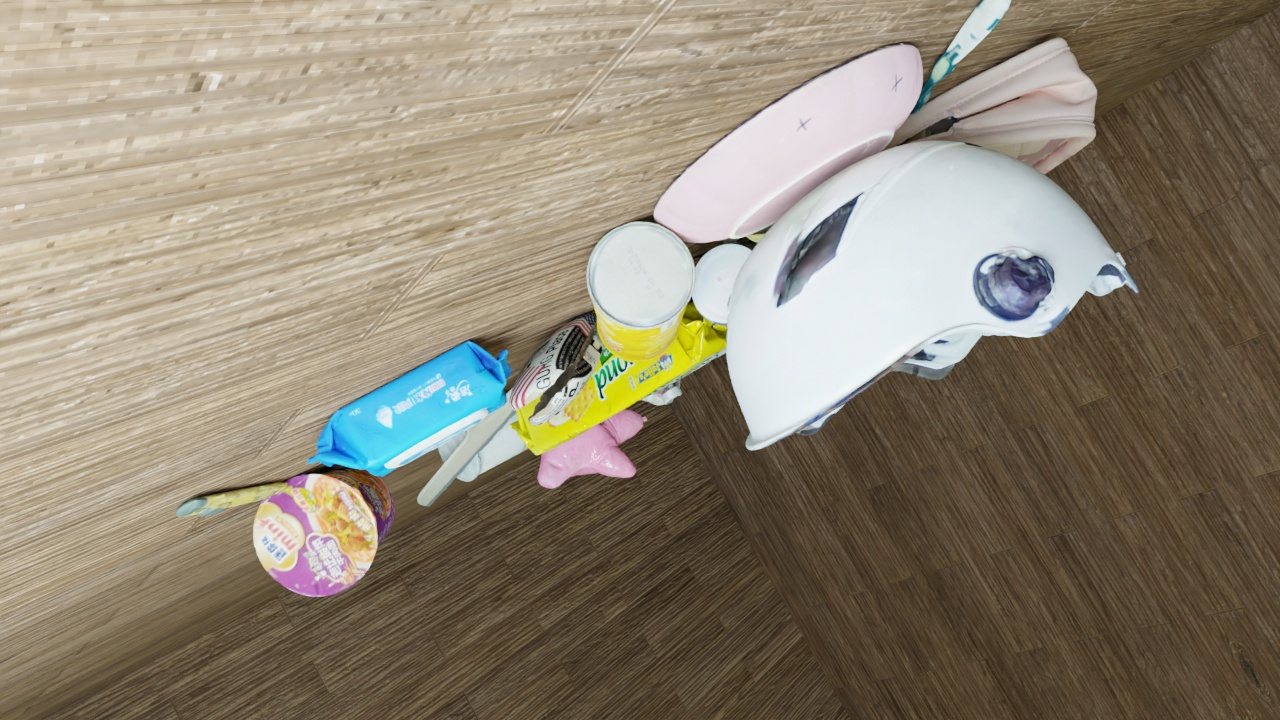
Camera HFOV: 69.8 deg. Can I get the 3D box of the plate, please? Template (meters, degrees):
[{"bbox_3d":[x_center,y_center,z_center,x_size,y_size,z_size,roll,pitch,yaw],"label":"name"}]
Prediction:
[{"bbox_3d":[0.100,-0.127,0.589,0.192,0.039,0.192,-30,176,-3],"label":"plate"}]

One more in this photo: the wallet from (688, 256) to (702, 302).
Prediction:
[{"bbox_3d":[0.065,-0.073,0.943,0.118,0.035,0.131,-6,163,-31],"label":"wallet"}]

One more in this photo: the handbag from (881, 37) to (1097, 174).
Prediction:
[{"bbox_3d":[0.269,-0.190,0.837,0.234,0.093,0.193,-18,176,-1],"label":"handbag"}]

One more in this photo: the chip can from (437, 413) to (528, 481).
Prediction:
[{"bbox_3d":[-0.133,0.066,1.077,0.214,0.071,0.071,-27,175,-44],"label":"chip can"}]

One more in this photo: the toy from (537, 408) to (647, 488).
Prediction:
[{"bbox_3d":[-0.077,0.087,1.195,0.178,0.194,0.075,-9,129,-24],"label":"toy"}]

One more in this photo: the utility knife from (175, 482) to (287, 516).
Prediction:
[{"bbox_3d":[-0.316,0.107,0.715,0.031,0.018,0.151,-24,-179,3],"label":"utility knife"}]

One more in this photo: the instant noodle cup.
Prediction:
[{"bbox_3d":[-0.283,0.150,0.851,0.111,0.111,0.099,-30,-177,5],"label":"instant noodle cup"}]

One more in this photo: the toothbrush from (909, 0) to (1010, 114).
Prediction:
[{"bbox_3d":[0.208,-0.202,0.610,0.018,0.016,0.191,-40,177,-3],"label":"toothbrush"}]

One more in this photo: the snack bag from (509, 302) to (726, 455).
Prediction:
[{"bbox_3d":[-0.005,0.005,0.897,0.247,0.068,0.157,-30,178,29],"label":"snack bag"}]

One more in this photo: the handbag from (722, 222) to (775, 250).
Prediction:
[{"bbox_3d":[0.144,-0.116,0.786,0.179,0.063,0.163,-1,176,33],"label":"handbag"}]

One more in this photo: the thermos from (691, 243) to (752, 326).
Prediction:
[{"bbox_3d":[0.121,-0.059,0.834,0.073,0.073,0.223,-32,164,24],"label":"thermos"}]

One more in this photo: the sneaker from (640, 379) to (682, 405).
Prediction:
[{"bbox_3d":[0.015,0.009,1.100,0.240,0.088,0.118,-44,-177,-29],"label":"sneaker"}]

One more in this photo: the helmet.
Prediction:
[{"bbox_3d":[0.156,-0.053,0.582,0.258,0.146,0.230,-20,171,-23],"label":"helmet"}]

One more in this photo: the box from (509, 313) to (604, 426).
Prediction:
[{"bbox_3d":[-0.061,0.009,0.771,0.074,0.064,0.164,-18,-162,15],"label":"box"}]

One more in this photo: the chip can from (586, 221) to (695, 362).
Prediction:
[{"bbox_3d":[-0.001,-0.042,0.678,0.072,0.072,0.213,-30,176,-3],"label":"chip can"}]

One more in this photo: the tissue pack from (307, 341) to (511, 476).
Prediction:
[{"bbox_3d":[-0.165,0.042,0.682,0.157,0.052,0.095,-29,176,-10],"label":"tissue pack"}]

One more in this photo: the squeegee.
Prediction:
[{"bbox_3d":[-0.198,0.067,0.855,0.247,0.039,0.246,-46,169,15],"label":"squeegee"}]

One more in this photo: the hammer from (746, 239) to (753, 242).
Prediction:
[{"bbox_3d":[0.242,-0.118,0.958,0.324,0.031,0.126,-15,154,22],"label":"hammer"}]
